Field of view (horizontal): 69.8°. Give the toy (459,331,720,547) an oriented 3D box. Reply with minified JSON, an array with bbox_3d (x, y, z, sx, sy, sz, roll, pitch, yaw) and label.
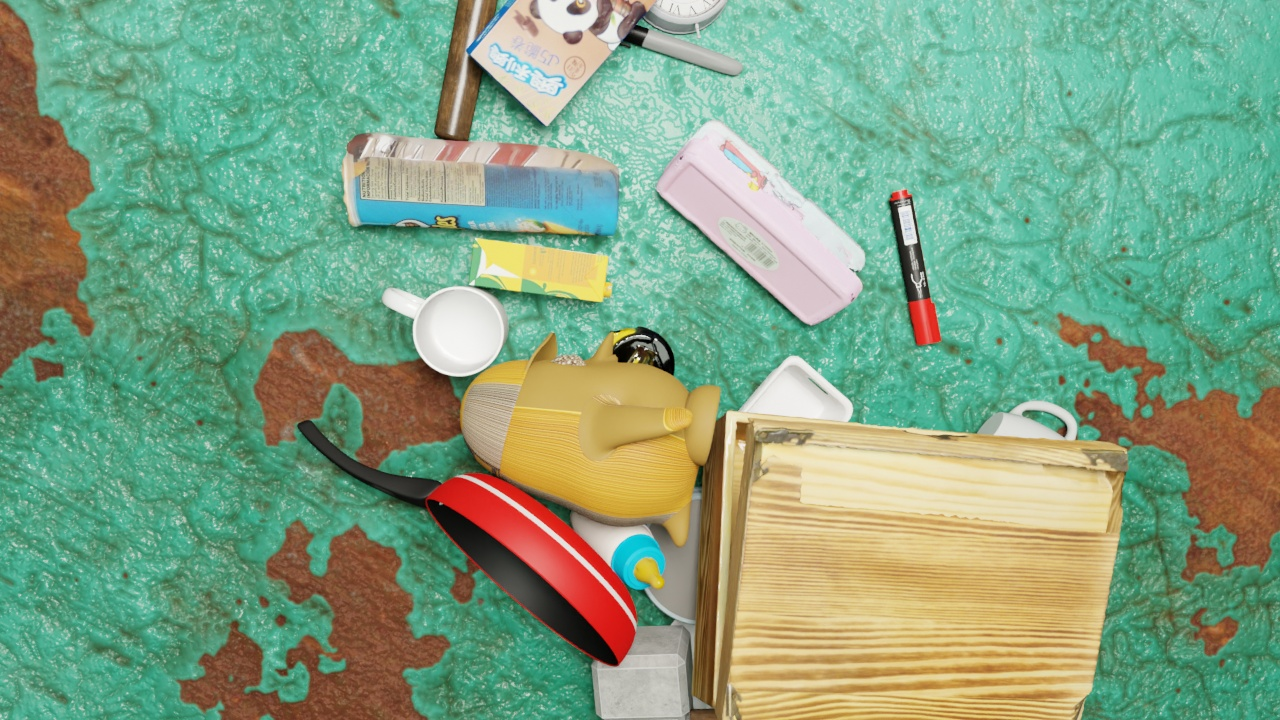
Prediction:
[{"bbox_3d":[-0.046,0.053,0.764,0.203,0.199,0.162,12,72,1],"label":"toy"}]

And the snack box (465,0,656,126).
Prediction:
[{"bbox_3d":[-0.063,-0.282,0.764,0.151,0.034,0.087,-47,119,6],"label":"snack box"}]

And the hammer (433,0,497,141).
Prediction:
[{"bbox_3d":[-0.097,-0.330,0.788,0.218,0.037,0.300,13,97,2],"label":"hammer"}]

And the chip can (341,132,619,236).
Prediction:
[{"bbox_3d":[-0.134,-0.151,0.794,0.229,0.080,0.080,2,95,-6],"label":"chip can"}]

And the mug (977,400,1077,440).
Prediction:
[{"bbox_3d":[0.373,0.079,0.871,0.089,0.071,0.107,36,63,1],"label":"mug"}]

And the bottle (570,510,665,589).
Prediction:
[{"bbox_3d":[-0.015,0.160,0.795,0.051,0.146,0.051,-8,109,-24],"label":"bottle"}]

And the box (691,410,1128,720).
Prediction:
[{"bbox_3d":[0.193,0.174,0.702,0.279,0.216,0.257,6,78,-7],"label":"box"}]

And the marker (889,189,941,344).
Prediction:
[{"bbox_3d":[0.257,-0.087,0.860,0.021,0.024,0.145,-18,98,-41],"label":"marker"}]

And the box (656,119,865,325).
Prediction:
[{"bbox_3d":[0.118,-0.131,0.831,0.202,0.088,0.095,40,57,-7],"label":"box"}]

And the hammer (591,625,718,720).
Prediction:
[{"bbox_3d":[0.124,0.325,0.823,0.318,0.083,0.163,-4,96,8],"label":"hammer"}]

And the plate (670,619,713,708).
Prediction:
[{"bbox_3d":[0.086,0.288,0.874,0.134,0.011,0.134,1,99,8],"label":"plate"}]

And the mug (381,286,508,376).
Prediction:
[{"bbox_3d":[-0.170,-0.035,0.792,0.110,0.090,0.074,24,92,-7],"label":"mug"}]

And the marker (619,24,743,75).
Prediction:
[{"bbox_3d":[0.026,-0.281,0.827,0.138,0.016,0.022,17,124,-7],"label":"marker"}]

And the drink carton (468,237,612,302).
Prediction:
[{"bbox_3d":[-0.086,-0.079,0.811,0.122,0.058,0.041,8,94,-6],"label":"drink carton"}]

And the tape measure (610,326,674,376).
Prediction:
[{"bbox_3d":[-0.005,0.005,0.836,0.071,0.042,0.072,20,93,-4],"label":"tape measure"}]

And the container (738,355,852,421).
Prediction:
[{"bbox_3d":[0.123,0.065,0.848,0.081,0.049,0.129,40,91,-7],"label":"container"}]

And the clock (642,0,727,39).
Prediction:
[{"bbox_3d":[0.040,-0.352,0.810,0.094,0.035,0.122,17,95,-7],"label":"clock"}]

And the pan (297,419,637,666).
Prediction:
[{"bbox_3d":[-0.150,0.136,0.787,0.356,0.209,0.067,34,66,17],"label":"pan"}]

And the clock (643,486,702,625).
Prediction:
[{"bbox_3d":[0.069,0.183,0.838,0.159,0.045,0.122,20,93,11],"label":"clock"}]
